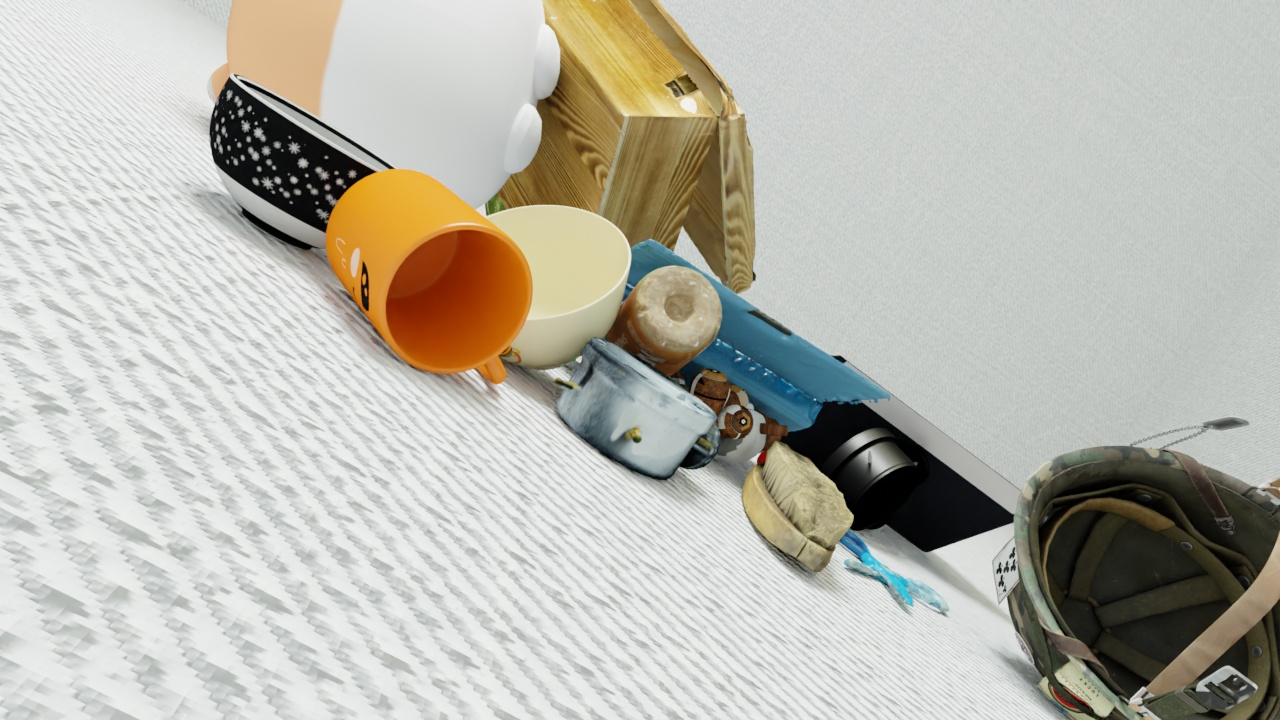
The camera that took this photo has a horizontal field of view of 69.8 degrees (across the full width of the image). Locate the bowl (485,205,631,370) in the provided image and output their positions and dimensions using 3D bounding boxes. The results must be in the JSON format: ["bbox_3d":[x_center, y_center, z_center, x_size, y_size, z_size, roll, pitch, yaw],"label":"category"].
[{"bbox_3d":[-0.064,-0.036,0.589,0.118,0.117,0.074,37,-35,34],"label":"bowl"}]

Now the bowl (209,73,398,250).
[{"bbox_3d":[-0.194,-0.103,0.530,0.120,0.066,0.120,32,6,-4],"label":"bowl"}]

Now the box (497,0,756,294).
[{"bbox_3d":[-0.002,-0.227,0.914,0.220,0.259,0.279,-7,47,-25],"label":"box"}]

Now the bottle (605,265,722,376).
[{"bbox_3d":[0.002,-0.011,0.637,0.059,0.059,0.167,32,-22,-6],"label":"bottle"}]

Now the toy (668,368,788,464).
[{"bbox_3d":[0.063,0.044,0.702,0.112,0.067,0.087,11,-5,-41],"label":"toy"}]

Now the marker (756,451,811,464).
[{"bbox_3d":[0.135,0.096,0.855,0.023,0.021,0.145,27,3,23],"label":"marker"}]

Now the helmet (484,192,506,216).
[{"bbox_3d":[-0.091,-0.220,1.218,0.213,0.246,0.244,55,-32,6],"label":"helmet"}]

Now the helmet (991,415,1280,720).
[{"bbox_3d":[0.345,0.155,0.598,0.224,0.192,0.237,46,-21,-1],"label":"helmet"}]

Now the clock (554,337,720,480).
[{"bbox_3d":[0.002,0.029,0.552,0.090,0.052,0.129,35,7,22],"label":"clock"}]

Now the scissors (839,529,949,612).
[{"bbox_3d":[0.170,0.149,0.672,0.137,0.012,0.127,24,11,-48],"label":"scissors"}]

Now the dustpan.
[{"bbox_3d":[0.232,0.090,0.934,0.236,0.079,0.274,36,-33,-4],"label":"dustpan"}]

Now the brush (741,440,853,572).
[{"bbox_3d":[0.102,0.092,0.606,0.059,0.043,0.195,32,7,0],"label":"brush"}]

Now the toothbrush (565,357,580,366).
[{"bbox_3d":[-0.011,0.019,0.752,0.186,0.016,0.015,27,6,-44],"label":"toothbrush"}]

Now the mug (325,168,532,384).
[{"bbox_3d":[-0.104,-0.036,0.481,0.096,0.077,0.113,40,-19,48],"label":"mug"}]

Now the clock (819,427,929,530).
[{"bbox_3d":[0.208,0.108,0.812,0.120,0.091,0.042,20,24,-48],"label":"clock"}]

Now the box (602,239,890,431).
[{"bbox_3d":[0.053,-0.010,0.703,0.231,0.033,0.175,30,-23,-21],"label":"box"}]

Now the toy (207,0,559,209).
[{"bbox_3d":[-0.214,-0.254,0.783,0.281,0.262,0.266,15,-7,1],"label":"toy"}]
